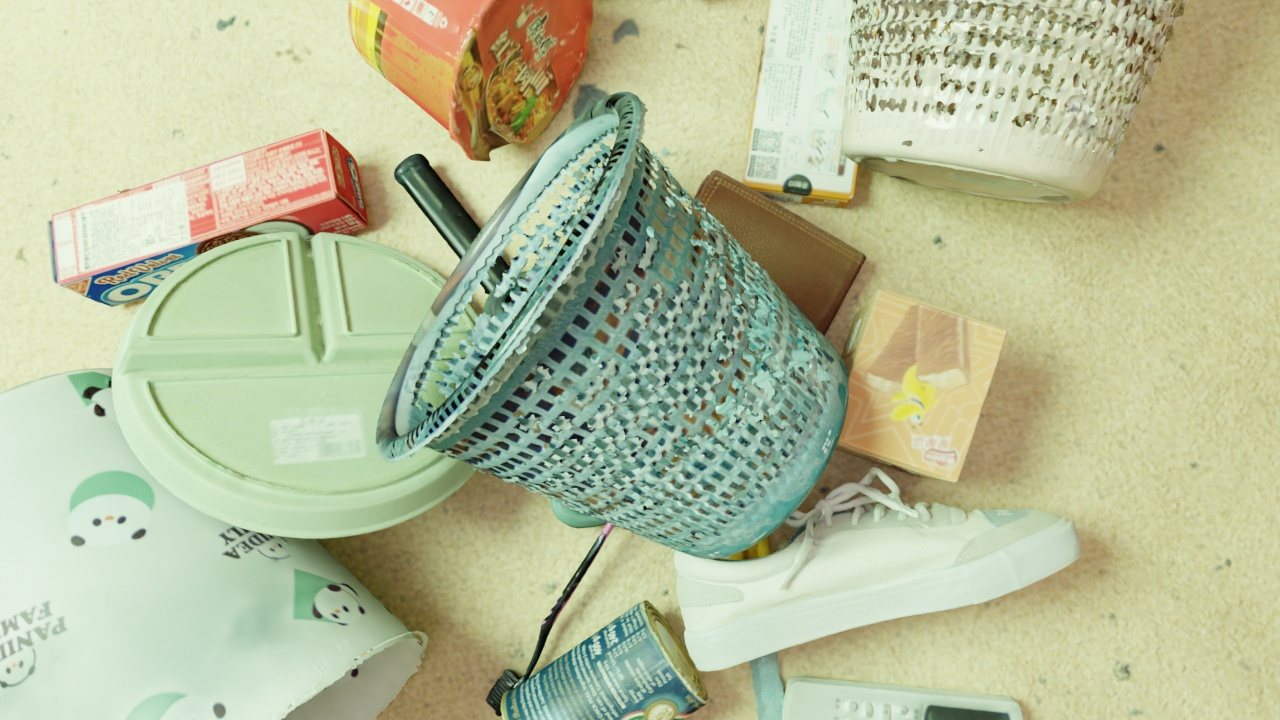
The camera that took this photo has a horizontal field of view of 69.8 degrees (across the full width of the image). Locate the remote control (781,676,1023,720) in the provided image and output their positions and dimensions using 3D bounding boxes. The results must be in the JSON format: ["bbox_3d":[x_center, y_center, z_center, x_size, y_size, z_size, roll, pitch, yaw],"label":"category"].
[{"bbox_3d":[0.165,0.237,0.580,0.150,0.021,0.058,4,86,3],"label":"remote control"}]

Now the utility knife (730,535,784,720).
[{"bbox_3d":[0.078,0.150,0.603,0.033,0.015,0.230,-7,85,7],"label":"utility knife"}]

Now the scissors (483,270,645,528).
[{"bbox_3d":[-0.037,0.021,0.611,0.175,0.019,0.170,24,81,-5],"label":"scissors"}]

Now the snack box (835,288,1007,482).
[{"bbox_3d":[0.162,0.018,0.567,0.077,0.093,0.094,19,87,7],"label":"snack box"}]

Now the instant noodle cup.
[{"bbox_3d":[-0.113,-0.219,0.599,0.108,0.138,0.138,35,89,16],"label":"instant noodle cup"}]

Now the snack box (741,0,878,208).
[{"bbox_3d":[0.116,-0.184,0.623,0.075,0.026,0.153,8,86,6],"label":"snack box"}]

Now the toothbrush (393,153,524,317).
[{"bbox_3d":[-0.098,-0.053,0.634,0.027,0.026,0.212,-38,87,8],"label":"toothbrush"}]

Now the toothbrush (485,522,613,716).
[{"bbox_3d":[-0.052,0.155,0.603,0.018,0.014,0.189,33,99,16],"label":"toothbrush"}]

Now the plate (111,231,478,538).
[{"bbox_3d":[-0.195,0.002,0.566,0.230,0.028,0.229,12,49,-14],"label":"plate"}]

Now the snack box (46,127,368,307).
[{"bbox_3d":[-0.299,-0.098,0.637,0.207,0.057,0.058,-16,75,4],"label":"snack box"}]

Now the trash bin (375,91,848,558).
[{"bbox_3d":[-0.003,0.003,0.512,0.195,0.226,0.226,35,89,-21],"label":"trash bin"}]

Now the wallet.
[{"bbox_3d":[0.074,-0.053,0.609,0.124,0.032,0.101,29,89,-1],"label":"wallet"}]

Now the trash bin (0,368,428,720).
[{"bbox_3d":[-0.297,0.155,0.546,0.252,0.229,0.229,44,90,14],"label":"trash bin"}]

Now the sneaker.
[{"bbox_3d":[0.137,0.114,0.562,0.242,0.089,0.090,-15,80,2],"label":"sneaker"}]

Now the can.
[{"bbox_3d":[-0.021,0.211,0.577,0.111,0.075,0.075,-35,83,1],"label":"can"}]

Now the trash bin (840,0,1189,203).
[{"bbox_3d":[0.212,-0.200,0.535,0.227,0.227,0.192,13,99,7],"label":"trash bin"}]
